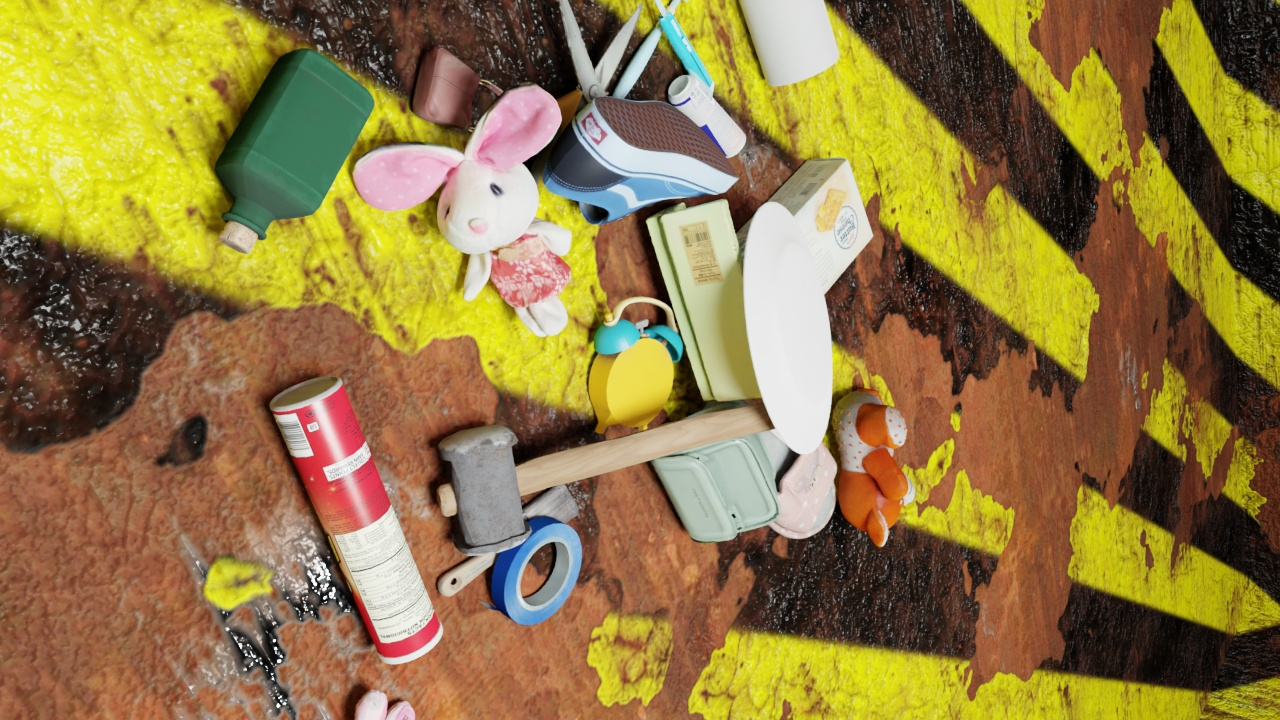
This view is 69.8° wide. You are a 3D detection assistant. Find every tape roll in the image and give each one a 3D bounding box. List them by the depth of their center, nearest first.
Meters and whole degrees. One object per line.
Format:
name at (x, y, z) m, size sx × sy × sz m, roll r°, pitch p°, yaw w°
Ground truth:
tape roll at (-0.089, 0.182, 0.796) m, size 0.091 × 0.016 × 0.093 m, roll 40°, pitch 74°, yaw -50°

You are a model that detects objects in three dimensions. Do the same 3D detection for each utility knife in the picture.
utility knife at (0.031, -0.301, 0.849) m, size 0.162 × 0.015 × 0.022 m, roll 44°, pitch 58°, yaw -50°

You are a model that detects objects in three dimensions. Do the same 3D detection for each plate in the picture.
plate at (0.152, -0.032, 0.876) m, size 0.242 × 0.016 × 0.242 m, roll 25°, pitch 61°, yaw -58°

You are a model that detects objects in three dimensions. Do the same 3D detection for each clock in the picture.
clock at (-0.005, 0.005, 0.854) m, size 0.099 × 0.044 × 0.129 m, roll 5°, pitch 98°, yaw -45°

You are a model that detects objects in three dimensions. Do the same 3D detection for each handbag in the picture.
handbag at (-0.123, -0.198, 0.726) m, size 0.119 × 0.029 × 0.055 m, roll 15°, pitch 86°, yaw -49°
handbag at (0.076, 0.116, 0.906) m, size 0.067 × 0.106 × 0.122 m, roll -92°, pitch 158°, yaw -57°

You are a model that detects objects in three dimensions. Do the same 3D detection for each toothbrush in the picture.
toothbrush at (0.012, -0.296, 0.851) m, size 0.154 × 0.016 × 0.022 m, roll -61°, pitch 169°, yaw -21°

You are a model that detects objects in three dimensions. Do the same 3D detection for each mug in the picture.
mug at (0.155, -0.352, 0.950) m, size 0.111 × 0.079 × 0.097 m, roll -70°, pitch 141°, yaw -53°

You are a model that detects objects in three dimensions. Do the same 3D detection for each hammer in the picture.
hammer at (-0.012, 0.077, 0.786) m, size 0.327 × 0.052 × 0.098 m, roll -13°, pitch 104°, yaw -24°

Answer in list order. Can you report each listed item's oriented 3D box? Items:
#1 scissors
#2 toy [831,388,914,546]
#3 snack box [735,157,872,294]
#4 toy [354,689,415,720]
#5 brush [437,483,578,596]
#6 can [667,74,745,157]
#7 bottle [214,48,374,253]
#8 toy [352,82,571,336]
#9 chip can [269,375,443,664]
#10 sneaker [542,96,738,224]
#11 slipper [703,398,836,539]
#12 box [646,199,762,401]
scissors at (-0.041, -0.205, 0.792) m, size 0.225 × 0.016 × 0.230 m, roll -59°, pitch 138°, yaw -16°
toy at (0.279, 0.125, 1.094) m, size 0.093 × 0.163 × 0.172 m, roll -4°, pitch 100°, yaw 0°
snack box at (0.168, -0.121, 0.996) m, size 0.207 × 0.058 × 0.104 m, roll -46°, pitch 125°, yaw -30°
toy at (-0.209, 0.304, 0.686) m, size 0.063 × 0.047 × 0.109 m, roll 45°, pitch 61°, yaw -47°
brush at (-0.112, 0.155, 0.787) m, size 0.150 × 0.012 × 0.039 m, roll -33°, pitch 118°, yaw -36°
can at (0.065, -0.238, 0.897) m, size 0.095 × 0.032 × 0.032 m, roll 36°, pitch 70°, yaw -41°
bottle at (-0.233, -0.130, 0.597) m, size 0.061 × 0.061 × 0.131 m, roll 35°, pitch 71°, yaw -39°
toy at (-0.110, -0.102, 0.703) m, size 0.084 × 0.159 × 0.194 m, roll -100°, pitch 170°, yaw -52°
chip can at (-0.203, 0.118, 0.665) m, size 0.051 × 0.052 × 0.215 m, roll -32°, pitch 116°, yaw -38°
sneaker at (-0.004, -0.166, 0.797) m, size 0.083 × 0.098 × 0.240 m, roll 57°, pitch 29°, yaw 13°
slipper at (0.155, 0.120, 1.014) m, size 0.274 × 0.054 × 0.114 m, roll 39°, pitch 68°, yaw -41°
box at (0.061, -0.054, 0.858) m, size 0.066 × 0.127 × 0.188 m, roll -22°, pitch 106°, yaw -18°
